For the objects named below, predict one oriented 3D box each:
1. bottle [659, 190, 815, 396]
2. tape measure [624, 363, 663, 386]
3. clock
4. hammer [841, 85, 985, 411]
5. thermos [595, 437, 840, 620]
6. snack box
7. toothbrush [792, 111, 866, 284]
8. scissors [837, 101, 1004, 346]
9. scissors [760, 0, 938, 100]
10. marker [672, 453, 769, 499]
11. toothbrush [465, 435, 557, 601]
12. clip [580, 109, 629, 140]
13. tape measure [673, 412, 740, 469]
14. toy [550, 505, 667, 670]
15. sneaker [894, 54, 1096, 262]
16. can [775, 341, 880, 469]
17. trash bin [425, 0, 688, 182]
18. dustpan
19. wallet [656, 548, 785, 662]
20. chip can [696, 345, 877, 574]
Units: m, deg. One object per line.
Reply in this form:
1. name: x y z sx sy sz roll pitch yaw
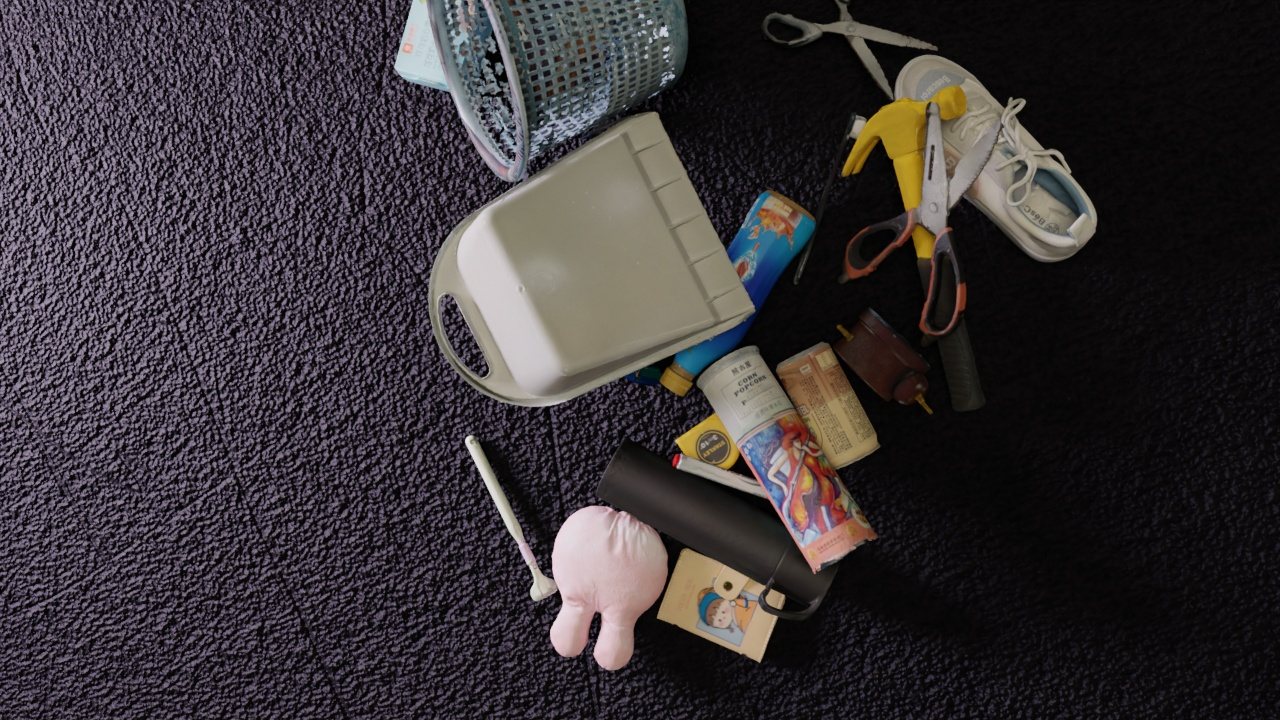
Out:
1. bottle: 0.091 -0.062 0.911 0.065 0.065 0.219 33 95 8
2. tape measure: -0.005 0.005 0.933 0.054 0.058 0.025 30 98 31
3. clock: 0.238 0.004 0.878 0.055 0.082 0.122 -45 82 11
4. hammer: 0.277 -0.098 0.874 0.129 0.032 0.301 -10 98 48
5. thermos: 0.072 0.168 0.905 0.242 0.089 0.069 28 137 9
6. snack box: -0.195 -0.373 0.968 0.074 0.051 0.175 17 93 9
7. toothbrush: 0.187 -0.161 0.920 0.018 0.015 0.181 21 93 0
8. scissors: 0.263 -0.119 0.844 0.228 0.015 0.189 -36 78 47
9. scissors: 0.200 -0.327 0.901 0.160 0.014 0.180 -12 77 19
10. marker: 0.101 0.122 0.913 0.145 0.017 0.017 20 93 -8
11. toothbrush: -0.142 0.165 0.978 0.029 0.020 0.189 -25 84 -21
12. clip: -0.039 -0.249 0.955 0.058 0.026 0.043 -17 101 2
13. tape measure: 0.074 0.086 0.933 0.060 0.029 0.057 -36 83 9
14. toy: -0.038 0.231 0.940 0.121 0.054 0.159 15 89 11
15. sneaker: 0.328 -0.193 0.857 0.089 0.090 0.242 -41 83 6
16. can: 0.183 0.044 0.899 0.058 0.058 0.116 -28 85 9
17. trash bin: -0.071 -0.305 0.864 0.194 0.227 0.226 -22 86 -18
18. dustpan: -0.068 -0.078 0.887 0.257 0.143 0.222 -27 91 -23
19. wallet: 0.084 0.246 0.936 0.115 0.024 0.087 22 99 10
20. chip can: 0.137 0.093 0.876 0.071 0.071 0.214 -33 73 8
